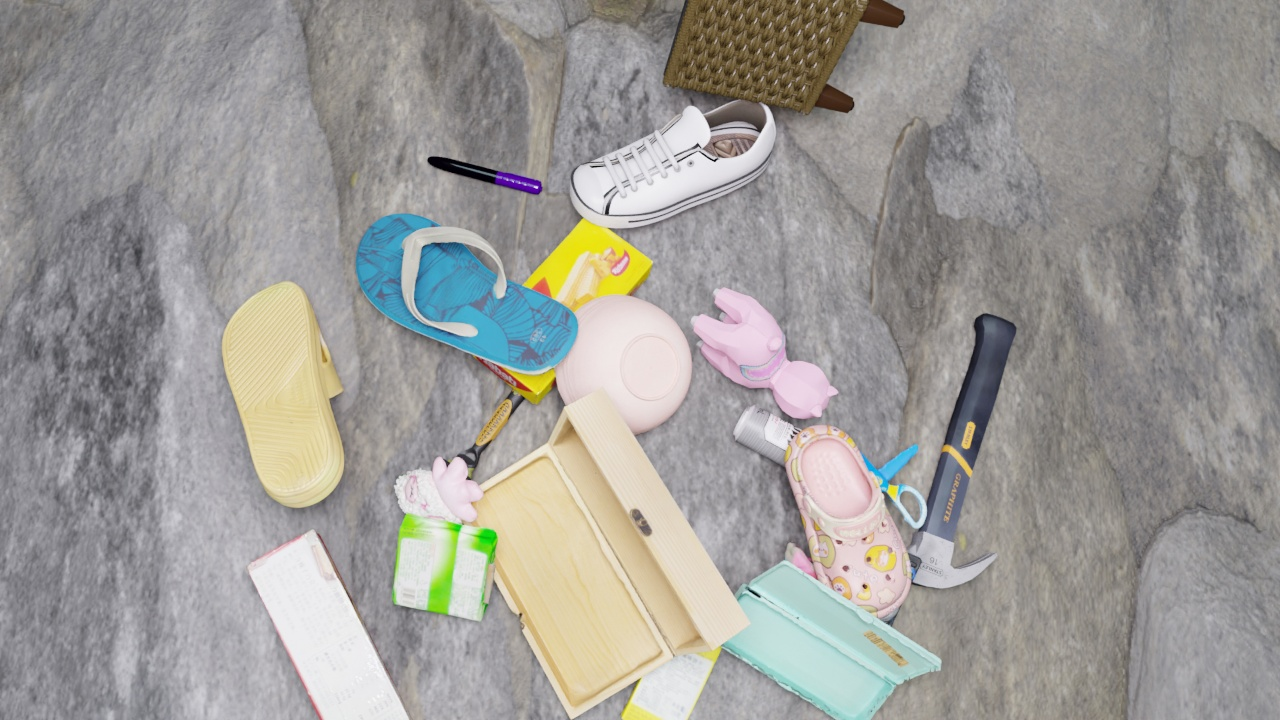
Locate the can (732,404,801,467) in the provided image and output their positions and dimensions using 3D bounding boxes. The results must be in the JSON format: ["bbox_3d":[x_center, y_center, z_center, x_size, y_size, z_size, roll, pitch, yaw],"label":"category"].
[{"bbox_3d":[0.153,0.089,0.976,0.106,0.044,0.044,28,77,3],"label":"can"}]

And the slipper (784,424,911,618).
[{"bbox_3d":[0.207,0.152,0.893,0.093,0.082,0.197,-15,74,-7],"label":"slipper"}]

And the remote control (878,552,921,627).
[{"bbox_3d":[0.237,0.256,0.937,0.045,0.021,0.140,25,93,-3],"label":"remote control"}]

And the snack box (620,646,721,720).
[{"bbox_3d":[0.041,0.307,0.930,0.061,0.026,0.148,28,77,4],"label":"snack box"}]

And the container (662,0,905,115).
[{"bbox_3d":[0.170,-0.435,0.994,0.205,0.177,0.320,17,59,-5],"label":"container"}]

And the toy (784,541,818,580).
[{"bbox_3d":[0.173,0.232,0.947,0.102,0.050,0.065,35,98,-18],"label":"toy"}]

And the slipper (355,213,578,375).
[{"bbox_3d":[-0.195,-0.076,0.944,0.295,0.060,0.118,28,77,24],"label":"slipper"}]

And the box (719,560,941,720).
[{"bbox_3d":[0.178,0.274,0.897,0.187,0.055,0.139,34,115,-7],"label":"box"}]

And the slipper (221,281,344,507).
[{"bbox_3d":[-0.358,0.038,0.940,0.099,0.078,0.263,-23,59,-6],"label":"slipper"}]

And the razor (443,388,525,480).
[{"bbox_3d":[-0.157,0.071,0.974,0.044,0.021,0.144,31,77,22],"label":"razor"}]

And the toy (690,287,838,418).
[{"bbox_3d":[0.132,-0.003,0.965,0.157,0.123,0.067,34,77,21],"label":"toy"}]

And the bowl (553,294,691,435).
[{"bbox_3d":[-0.006,0.005,0.941,0.152,0.076,0.153,0,89,-27],"label":"bowl"}]

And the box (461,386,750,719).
[{"bbox_3d":[-0.039,0.185,0.891,0.253,0.118,0.247,-38,77,31],"label":"box"}]

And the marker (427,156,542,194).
[{"bbox_3d":[-0.176,-0.212,1.041,0.134,0.015,0.018,15,49,0],"label":"marker"}]

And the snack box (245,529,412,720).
[{"bbox_3d":[-0.294,0.305,0.904,0.076,0.044,0.273,-28,81,-15],"label":"snack box"}]

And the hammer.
[{"bbox_3d":[0.340,0.093,0.992,0.139,0.035,0.312,21,77,0],"label":"hammer"}]

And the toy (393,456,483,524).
[{"bbox_3d":[-0.204,0.141,0.922,0.109,0.041,0.095,-37,81,30],"label":"toy"}]

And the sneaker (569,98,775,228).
[{"bbox_3d":[0.040,-0.225,1.000,0.245,0.097,0.091,-18,66,-11],"label":"sneaker"}]

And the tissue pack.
[{"bbox_3d":[-0.192,0.207,0.908,0.099,0.034,0.114,13,117,0],"label":"tissue pack"}]

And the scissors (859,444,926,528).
[{"bbox_3d":[0.245,0.127,0.950,0.125,0.013,0.127,-38,88,-12],"label":"scissors"}]

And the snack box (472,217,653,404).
[{"bbox_3d":[-0.084,-0.057,0.988,0.092,0.042,0.200,38,72,6],"label":"snack box"}]
